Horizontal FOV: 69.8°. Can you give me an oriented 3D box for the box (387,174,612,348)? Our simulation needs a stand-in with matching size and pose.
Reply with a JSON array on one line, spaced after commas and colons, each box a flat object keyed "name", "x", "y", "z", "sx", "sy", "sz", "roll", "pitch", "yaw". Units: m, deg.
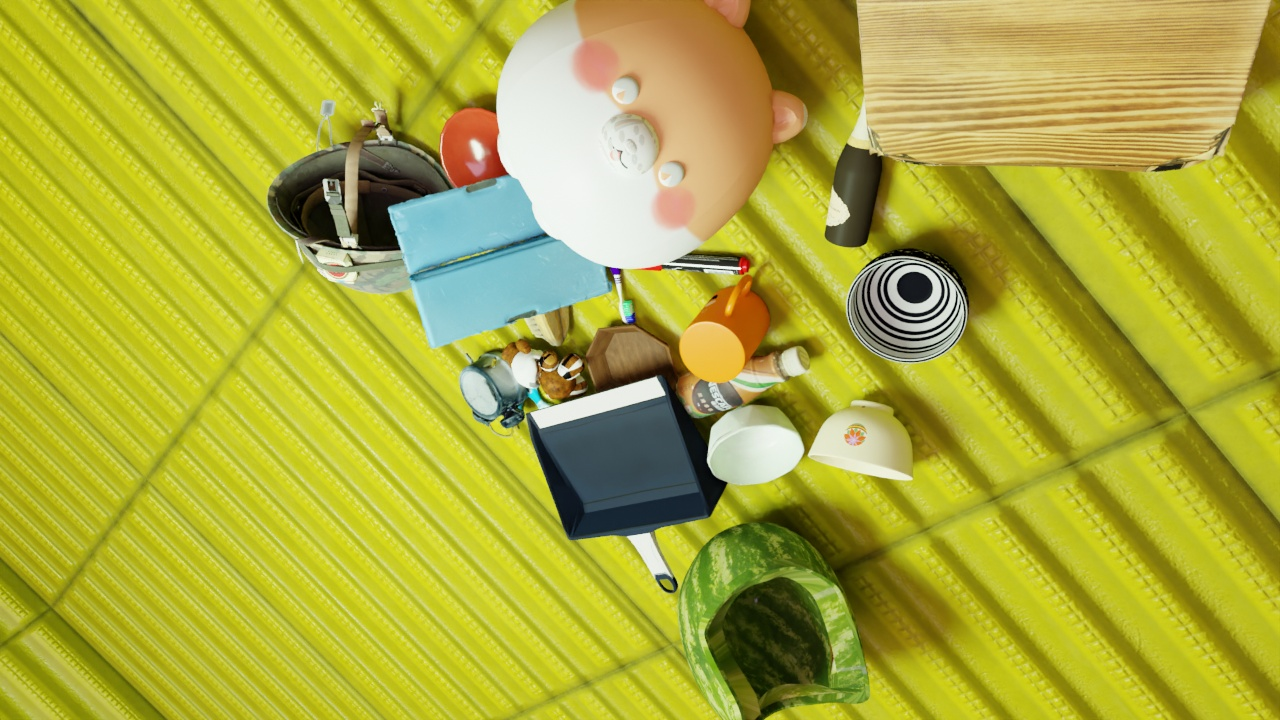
[{"name": "box", "x": -0.161, "y": -0.128, "z": 1.075, "sx": 0.231, "sy": 0.033, "sz": 0.175, "roll": -19, "pitch": 114, "yaw": -13}]

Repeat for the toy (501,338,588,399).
[{"name": "toy", "x": -0.129, "y": 0.011, "z": 1.211, "sx": 0.113, "sy": 0.067, "sz": 0.087, "roll": 33, "pitch": 151, "yaw": 25}]

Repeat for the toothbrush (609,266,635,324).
[{"name": "toothbrush", "x": -0.033, "y": -0.129, "z": 1.112, "sx": 0.016, "sy": 0.015, "sz": 0.187, "roll": -2, "pitch": 117, "yaw": 23}]

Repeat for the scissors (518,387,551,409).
[{"name": "scissors", "x": -0.163, "y": 0.046, "z": 1.287, "sx": 0.128, "sy": 0.012, "sz": 0.137, "roll": -10, "pitch": 113, "yaw": 35}]

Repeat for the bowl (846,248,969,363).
[{"name": "bowl", "x": 0.281, "y": -0.065, "z": 0.956, "sx": 0.120, "sy": 0.066, "sz": 0.120, "roll": 13, "pitch": 123, "yaw": 20}]

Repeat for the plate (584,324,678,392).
[{"name": "plate", "x": -0.006, "y": 0.007, "z": 1.173, "sx": 0.131, "sy": 0.025, "sz": 0.131, "roll": 13, "pitch": 123, "yaw": 20}]

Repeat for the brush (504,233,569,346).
[{"name": "brush", "x": -0.131, "y": -0.106, "z": 1.149, "sx": 0.043, "sy": 0.059, "sz": 0.195, "roll": 10, "pitch": 126, "yaw": 37}]

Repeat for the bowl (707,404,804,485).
[{"name": "bowl", "x": 0.135, "y": 0.094, "z": 1.118, "sx": 0.117, "sy": 0.061, "sz": 0.118, "roll": -5, "pitch": 137, "yaw": -5}]

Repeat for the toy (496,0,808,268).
[{"name": "toy", "x": 0.004, "y": -0.228, "z": 0.881, "sx": 0.281, "sy": 0.265, "sz": 0.263, "roll": -25, "pitch": 108, "yaw": 20}]

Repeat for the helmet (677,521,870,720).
[{"name": "helmet", "x": 0.155, "y": 0.328, "z": 1.155, "sx": 0.213, "sy": 0.243, "sz": 0.247, "roll": -16, "pitch": 79, "yaw": -7}]

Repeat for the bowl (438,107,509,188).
[{"name": "bowl", "x": -0.181, "y": -0.247, "z": 1.104, "sx": 0.122, "sy": 0.035, "sz": 0.122, "roll": 13, "pitch": 123, "yaw": 20}]

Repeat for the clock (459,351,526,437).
[{"name": "clock", "x": -0.202, "y": 0.048, "z": 1.274, "sx": 0.090, "sy": 0.052, "sz": 0.129, "roll": 7, "pitch": 120, "yaw": 38}]

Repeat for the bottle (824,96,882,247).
[{"name": "bottle", "x": 0.221, "y": -0.205, "z": 0.916, "sx": 0.045, "sy": 0.045, "sz": 0.185, "roll": 16, "pitch": 124, "yaw": 18}]

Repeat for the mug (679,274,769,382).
[{"name": "mug", "x": 0.102, "y": -0.044, "z": 1.042, "sx": 0.078, "sy": 0.095, "sz": 0.113, "roll": 25, "pitch": 127, "yaw": 12}]

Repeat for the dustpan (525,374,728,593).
[{"name": "dustpan", "x": -0.012, "y": 0.174, "z": 1.180, "sx": 0.237, "sy": 0.079, "sz": 0.273, "roll": -17, "pitch": 115, "yaw": 36}]

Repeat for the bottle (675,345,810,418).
[{"name": "bottle", "x": 0.123, "y": 0.022, "z": 1.095, "sx": 0.168, "sy": 0.059, "sz": 0.059, "roll": -21, "pitch": 107, "yaw": 34}]

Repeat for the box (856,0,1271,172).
[{"name": "box", "x": 0.324, "y": -0.265, "z": 0.726, "sx": 0.279, "sy": 0.220, "sz": 0.259, "roll": 7, "pitch": 123, "yaw": 21}]

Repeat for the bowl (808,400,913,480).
[{"name": "bowl", "x": 0.258, "y": 0.087, "z": 1.049, "sx": 0.118, "sy": 0.118, "sz": 0.074, "roll": 11, "pitch": 80, "yaw": 21}]

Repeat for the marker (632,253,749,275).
[{"name": "marker", "x": 0.056, "y": -0.113, "z": 1.072, "sx": 0.145, "sy": 0.021, "sz": 0.023, "roll": 7, "pitch": 128, "yaw": 24}]

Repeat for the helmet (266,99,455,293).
[{"name": "helmet", "x": -0.335, "y": -0.188, "z": 1.114, "sx": 0.224, "sy": 0.192, "sz": 0.237, "roll": 16, "pitch": 144, "yaw": -15}]
